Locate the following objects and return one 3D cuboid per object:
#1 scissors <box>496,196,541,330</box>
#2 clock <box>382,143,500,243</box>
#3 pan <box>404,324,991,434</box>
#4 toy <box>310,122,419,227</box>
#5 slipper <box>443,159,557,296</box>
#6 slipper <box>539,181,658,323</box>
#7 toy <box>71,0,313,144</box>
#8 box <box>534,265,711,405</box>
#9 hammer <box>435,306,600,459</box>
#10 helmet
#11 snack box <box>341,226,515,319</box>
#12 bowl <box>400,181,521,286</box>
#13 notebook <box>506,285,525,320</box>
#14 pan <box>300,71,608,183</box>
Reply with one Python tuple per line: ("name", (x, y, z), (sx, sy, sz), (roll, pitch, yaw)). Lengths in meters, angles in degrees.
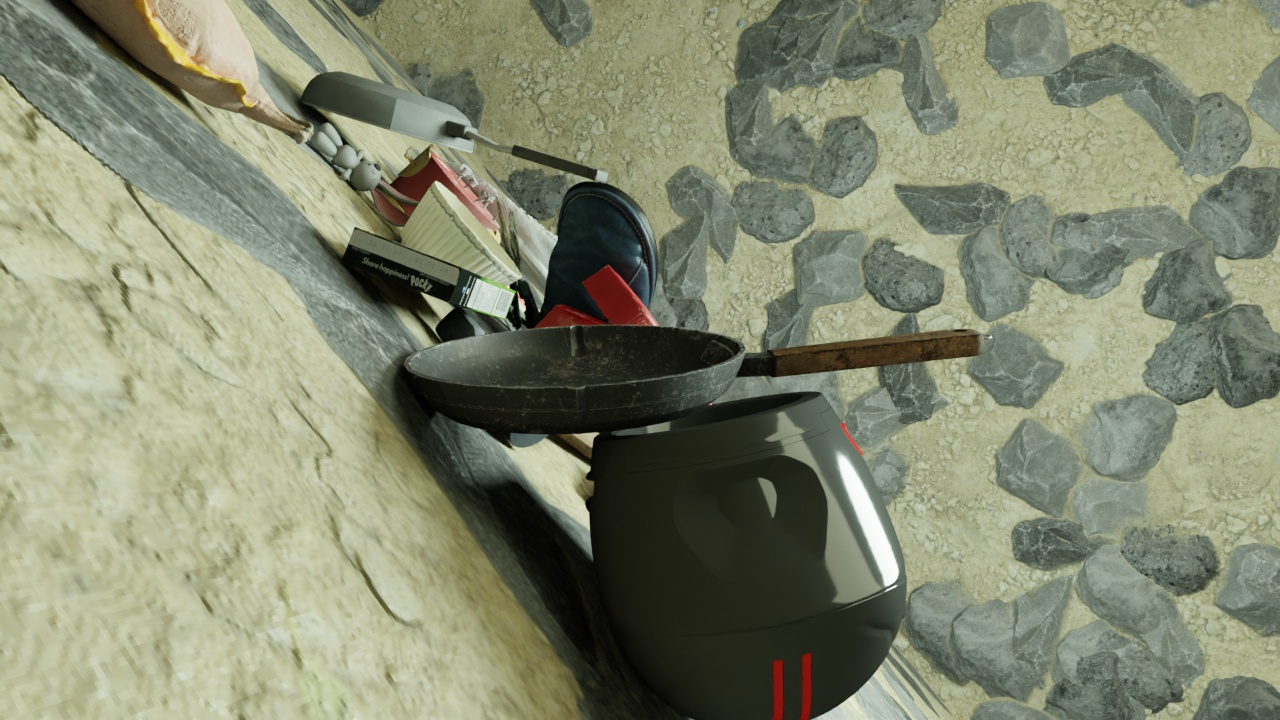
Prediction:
("scissors", (-0.115, -0.065, 0.914), (0.142, 0.015, 0.210), (60, -19, 27))
("clock", (-0.197, -0.159, 0.996), (0.159, 0.081, 0.117), (48, 4, -10))
("pan", (0.039, 0.005, 0.561), (0.207, 0.357, 0.040), (-105, -166, -79))
("toy", (-0.252, -0.169, 0.840), (0.111, 0.030, 0.049), (45, 34, -27))
("slipper", (-0.170, -0.153, 1.090), (0.247, 0.074, 0.112), (38, -26, 8))
("slipper", (-0.051, -0.046, 0.926), (0.109, 0.266, 0.083), (18, 38, 14))
("toy", (-0.296, -0.212, 0.487), (0.196, 0.065, 0.264), (44, 4, 3))
("box", (-0.016, 0.015, 0.854), (0.157, 0.112, 0.134), (55, -5, -29))
("hammer", (-0.058, 0.059, 0.780), (0.129, 0.040, 0.322), (46, 1, 32))
("helmet", (0.057, 0.114, 0.518), (0.265, 0.164, 0.170), (152, -74, -87))
("snack box", (-0.151, -0.062, 0.682), (0.080, 0.025, 0.147), (21, 1, 6))
("bowl", (-0.170, -0.100, 0.839), (0.115, 0.062, 0.115), (49, 3, -4))
("notebook", (-0.189, -0.112, 1.171), (0.153, 0.012, 0.208), (43, 6, -46))
("pan", (-0.184, -0.233, 0.921), (0.358, 0.041, 0.178), (22, 11, 25))
